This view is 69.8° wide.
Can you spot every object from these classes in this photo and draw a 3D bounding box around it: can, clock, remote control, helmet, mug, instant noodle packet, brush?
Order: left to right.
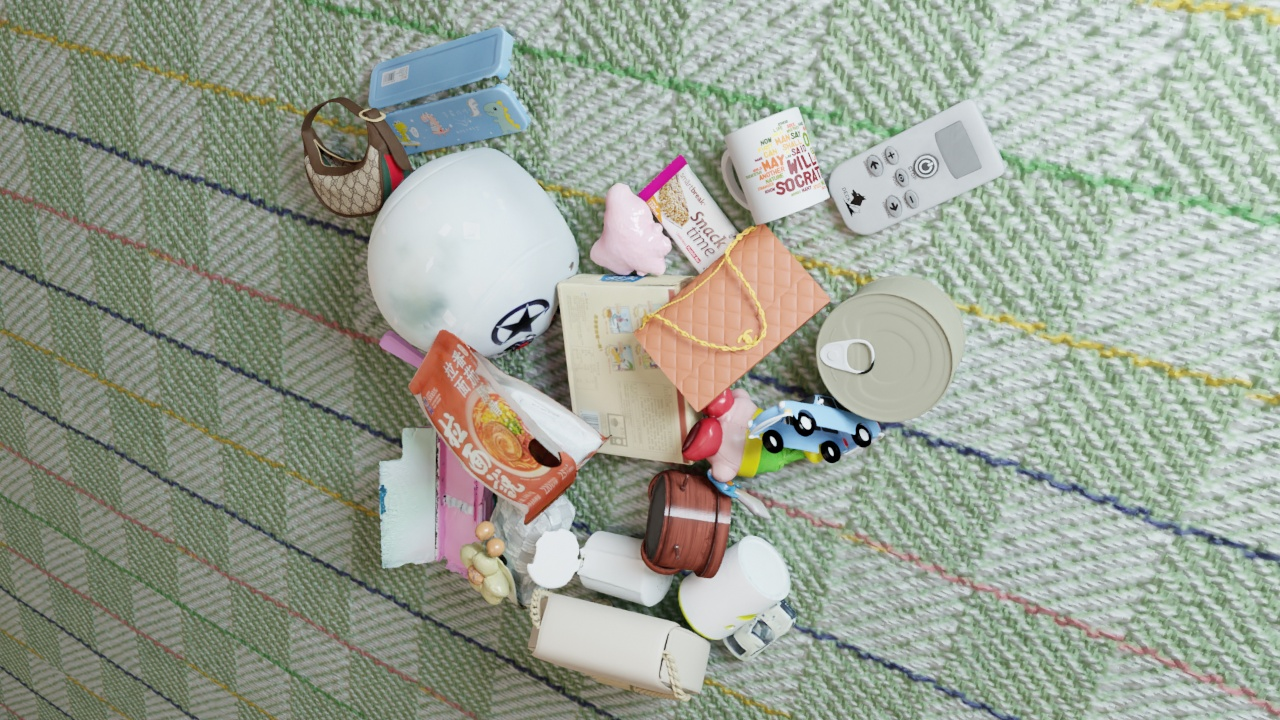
[{"bbox_3d":[-0.218,-0.105,1.052,0.265,0.163,0.236,-41,85,35],"label":"helmet"},{"bbox_3d":[-0.228,0.045,1.135,0.228,0.043,0.089,36,136,-14],"label":"brush"},{"bbox_3d":[-0.164,0.068,1.058,0.221,0.083,0.165,43,142,-2],"label":"instant noodle packet"},{"bbox_3d":[0.047,0.183,1.038,0.072,0.158,0.120,10,77,-9],"label":"clock"},{"bbox_3d":[0.107,0.262,1.057,0.082,0.082,0.106,49,123,5],"label":"mug"},{"bbox_3d":[0.121,-0.183,0.886,0.105,0.073,0.089,-10,104,53],"label":"mug"},{"bbox_3d":[0.241,-0.013,0.879,0.128,0.073,0.128,11,114,26],"label":"can"},{"bbox_3d":[0.249,-0.173,0.845,0.151,0.019,0.074,-23,96,34],"label":"remote control"}]

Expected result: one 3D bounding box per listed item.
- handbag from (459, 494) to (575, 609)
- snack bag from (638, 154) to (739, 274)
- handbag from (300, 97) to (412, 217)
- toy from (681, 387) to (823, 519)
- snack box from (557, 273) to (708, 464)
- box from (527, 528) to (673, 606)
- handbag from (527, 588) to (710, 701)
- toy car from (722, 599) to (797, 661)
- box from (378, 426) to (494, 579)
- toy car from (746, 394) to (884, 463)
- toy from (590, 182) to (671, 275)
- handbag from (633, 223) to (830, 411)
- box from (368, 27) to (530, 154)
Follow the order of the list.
[{"bbox_3d":[-0.162,0.231,1.175,0.112,0.123,0.172,40,124,29],"label":"handbag"},{"bbox_3d":[0.078,-0.118,0.966,0.070,0.016,0.196,-38,88,33],"label":"snack bag"},{"bbox_3d":[-0.347,-0.247,1.111,0.167,0.063,0.138,4,124,40],"label":"handbag"},{"bbox_3d":[0.118,0.091,0.977,0.131,0.124,0.097,30,151,-16],"label":"toy"},{"bbox_3d":[-0.006,0.006,1.038,0.153,0.055,0.207,4,110,28],"label":"snack box"},{"bbox_3d":[-0.045,0.247,1.107,0.137,0.143,0.083,7,89,29],"label":"box"},{"bbox_3d":[-0.024,0.336,1.099,0.211,0.209,0.103,9,69,15],"label":"handbag"},{"bbox_3d":[0.139,0.320,1.092,0.048,0.033,0.106,45,123,9],"label":"toy car"},{"bbox_3d":[-0.275,0.191,1.259,0.159,0.066,0.231,7,114,2],"label":"box"},{"bbox_3d":[0.174,0.064,0.916,0.056,0.153,0.054,-37,52,43],"label":"toy car"},{"bbox_3d":[-0.008,-0.132,0.988,0.093,0.050,0.103,28,129,17],"label":"toy"},{"bbox_3d":[0.089,-0.045,0.924,0.172,0.060,0.109,-41,83,10],"label":"handbag"},{"bbox_3d":[-0.225,-0.301,1.049,0.210,0.049,0.120,-3,106,32],"label":"box"}]
